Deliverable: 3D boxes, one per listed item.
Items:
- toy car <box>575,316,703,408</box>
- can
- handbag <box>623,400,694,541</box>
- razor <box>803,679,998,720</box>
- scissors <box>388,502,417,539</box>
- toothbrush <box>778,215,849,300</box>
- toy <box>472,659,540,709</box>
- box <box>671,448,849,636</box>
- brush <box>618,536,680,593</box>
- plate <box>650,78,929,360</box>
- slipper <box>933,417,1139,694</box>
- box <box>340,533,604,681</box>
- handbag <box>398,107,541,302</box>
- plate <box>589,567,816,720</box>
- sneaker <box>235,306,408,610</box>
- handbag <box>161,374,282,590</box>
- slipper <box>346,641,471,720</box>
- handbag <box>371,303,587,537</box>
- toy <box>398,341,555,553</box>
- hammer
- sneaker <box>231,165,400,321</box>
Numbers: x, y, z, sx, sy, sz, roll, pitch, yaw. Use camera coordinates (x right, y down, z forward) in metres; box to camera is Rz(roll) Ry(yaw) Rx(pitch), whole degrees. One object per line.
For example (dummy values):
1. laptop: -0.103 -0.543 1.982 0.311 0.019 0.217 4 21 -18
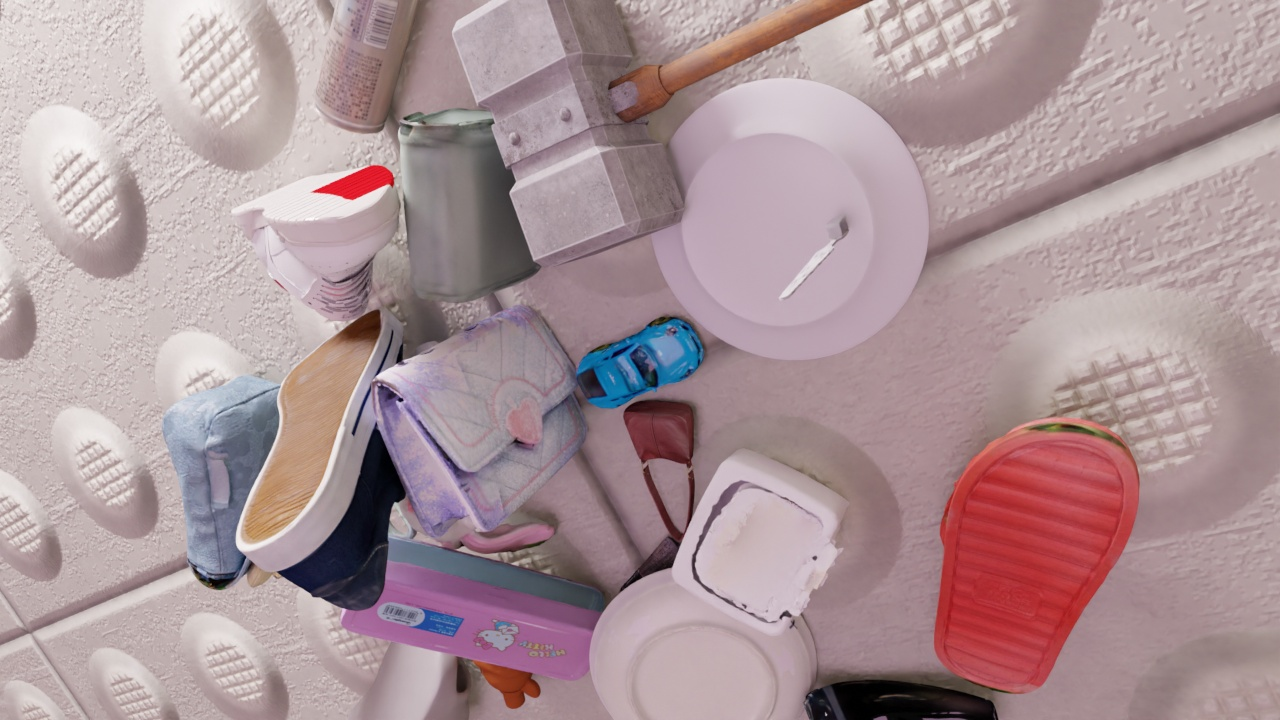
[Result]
1. toy car: -0.004 0.004 0.678 0.106 0.032 0.048 -23 100 30
2. can: -0.192 -0.234 0.653 0.054 0.054 0.136 33 122 10
3. handbag: 0.022 0.088 0.708 0.055 0.029 0.120 3 118 28
4. razor: 0.190 0.269 0.678 0.141 0.063 0.053 -11 107 31
5. scissors: -0.244 0.085 0.824 0.173 0.021 0.171 -44 77 33
6. toothbrush: 0.094 -0.058 0.492 0.010 0.181 0.010 -14 102 24
7. toy: -0.121 0.262 0.839 0.095 0.065 0.128 10 125 29
8. box: 0.082 0.132 0.641 0.102 0.091 0.107 27 103 16
9. brush: -0.001 0.203 0.774 0.039 0.012 0.152 40 123 5
10. plate: 0.090 -0.085 0.601 0.189 0.016 0.189 10 116 22
11. slipper: 0.246 0.122 0.592 0.103 0.058 0.249 17 133 20
12. box: -0.132 0.206 0.751 0.214 0.065 0.078 19 110 -19
13. handbag: -0.120 -0.113 0.641 0.067 0.105 0.122 13 116 24
14. plate: 0.048 0.249 0.723 0.182 0.034 0.182 2 108 5
15. sneaker: -0.208 0.070 0.685 0.121 0.294 0.127 -30 123 11
16. handbag: -0.357 0.115 0.851 0.119 0.121 0.192 13 112 22
17. slipper: -0.221 0.349 0.912 0.267 0.080 0.112 -56 38 29
18. handbag: -0.111 0.039 0.670 0.069 0.158 0.126 -11 106 33
19. toy: -0.150 0.083 0.742 0.131 0.105 0.206 6 115 21
20. hammer: 0.053 -0.179 0.528 0.318 0.082 0.163 -16 96 31
21. sneaker: -0.227 -0.078 0.683 0.237 0.090 0.104 10 128 52
